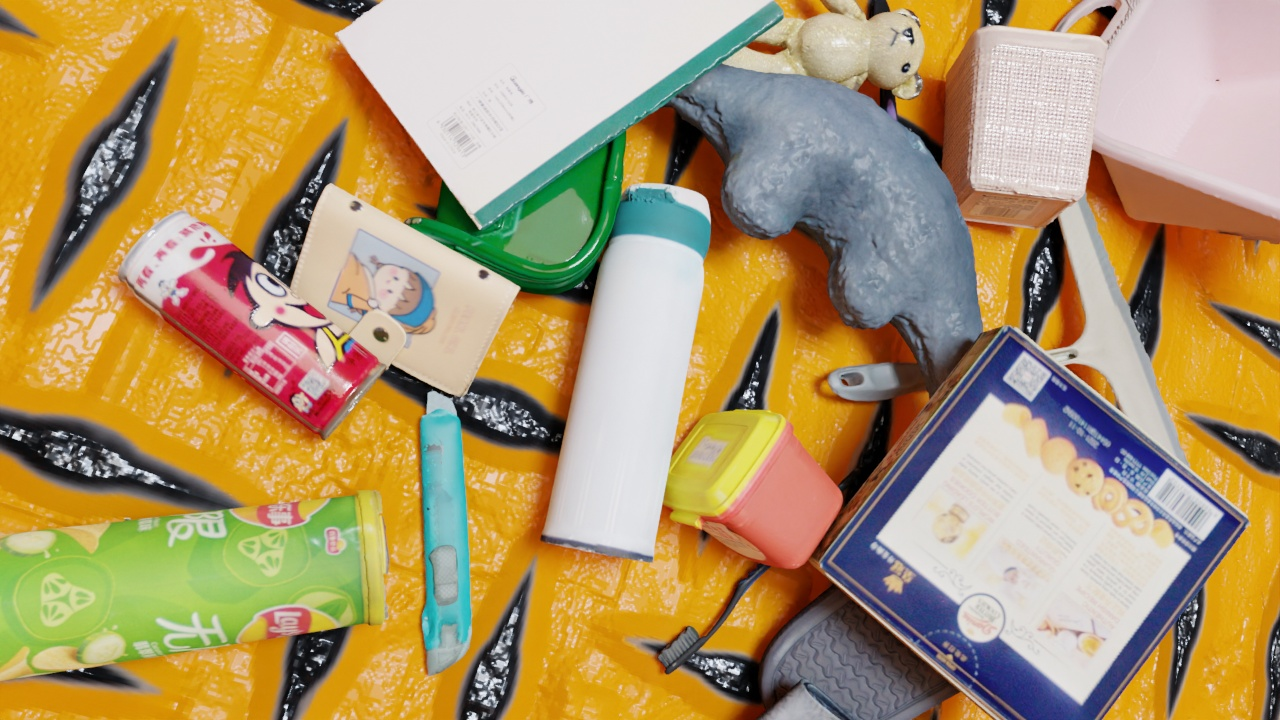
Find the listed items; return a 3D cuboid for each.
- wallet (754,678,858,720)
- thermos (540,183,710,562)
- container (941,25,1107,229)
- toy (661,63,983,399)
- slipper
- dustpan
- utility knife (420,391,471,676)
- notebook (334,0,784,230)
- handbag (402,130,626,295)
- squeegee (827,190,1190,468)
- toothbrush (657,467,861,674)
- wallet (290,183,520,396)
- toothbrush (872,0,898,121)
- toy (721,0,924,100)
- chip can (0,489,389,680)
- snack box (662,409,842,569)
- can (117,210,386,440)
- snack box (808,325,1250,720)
[{"bbox_3d":[0.107,0.257,0.557,0.121,0.019,0.097,40,107,-10],"label":"wallet"},{"bbox_3d":[-0.003,0.003,0.550,0.073,0.073,0.224,14,79,-17],"label":"thermos"},{"bbox_3d":[0.262,-0.158,0.642,0.090,0.090,0.111,8,82,4],"label":"container"},{"bbox_3d":[0.125,-0.102,0.588,0.356,0.091,0.137,43,72,-6],"label":"toy"},{"bbox_3d":[0.192,0.149,0.598,0.268,0.083,0.110,-32,89,-2],"label":"slipper"},{"bbox_3d":[0.445,-0.198,0.660,0.222,0.274,0.139,-54,126,-20],"label":"dustpan"},{"bbox_3d":[-0.113,0.098,0.527,0.029,0.013,0.161,-2,83,-21],"label":"utility knife"},{"bbox_3d":[-0.047,-0.189,0.516,0.209,0.012,0.150,-36,80,-4],"label":"notebook"},{"bbox_3d":[-0.073,-0.106,0.539,0.120,0.068,0.131,9,81,-12],"label":"handbag"},{"bbox_3d":[0.240,0.005,0.648,0.246,0.039,0.246,-8,73,-14],"label":"squeegee"},{"bbox_3d":[0.080,0.130,0.590,0.189,0.014,0.016,-41,73,-20],"label":"toothbrush"},{"bbox_3d":[-0.135,-0.034,0.510,0.115,0.024,0.087,28,117,-9],"label":"wallet"},{"bbox_3d":[0.181,-0.172,0.667,0.014,0.017,0.189,-4,87,-8],"label":"toothbrush"},{"bbox_3d":[0.120,-0.213,0.621,0.157,0.066,0.105,-2,90,-13],"label":"toy"},{"bbox_3d":[-0.239,0.111,0.451,0.221,0.073,0.072,-5,84,-19],"label":"chip can"},{"bbox_3d":[0.066,0.080,0.553,0.080,0.091,0.082,43,73,-16],"label":"snack box"},{"bbox_3d":[-0.205,-0.018,0.490,0.132,0.053,0.053,40,72,-10],"label":"can"},{"bbox_3d":[0.223,0.105,0.536,0.178,0.046,0.182,40,86,1],"label":"snack box"}]
